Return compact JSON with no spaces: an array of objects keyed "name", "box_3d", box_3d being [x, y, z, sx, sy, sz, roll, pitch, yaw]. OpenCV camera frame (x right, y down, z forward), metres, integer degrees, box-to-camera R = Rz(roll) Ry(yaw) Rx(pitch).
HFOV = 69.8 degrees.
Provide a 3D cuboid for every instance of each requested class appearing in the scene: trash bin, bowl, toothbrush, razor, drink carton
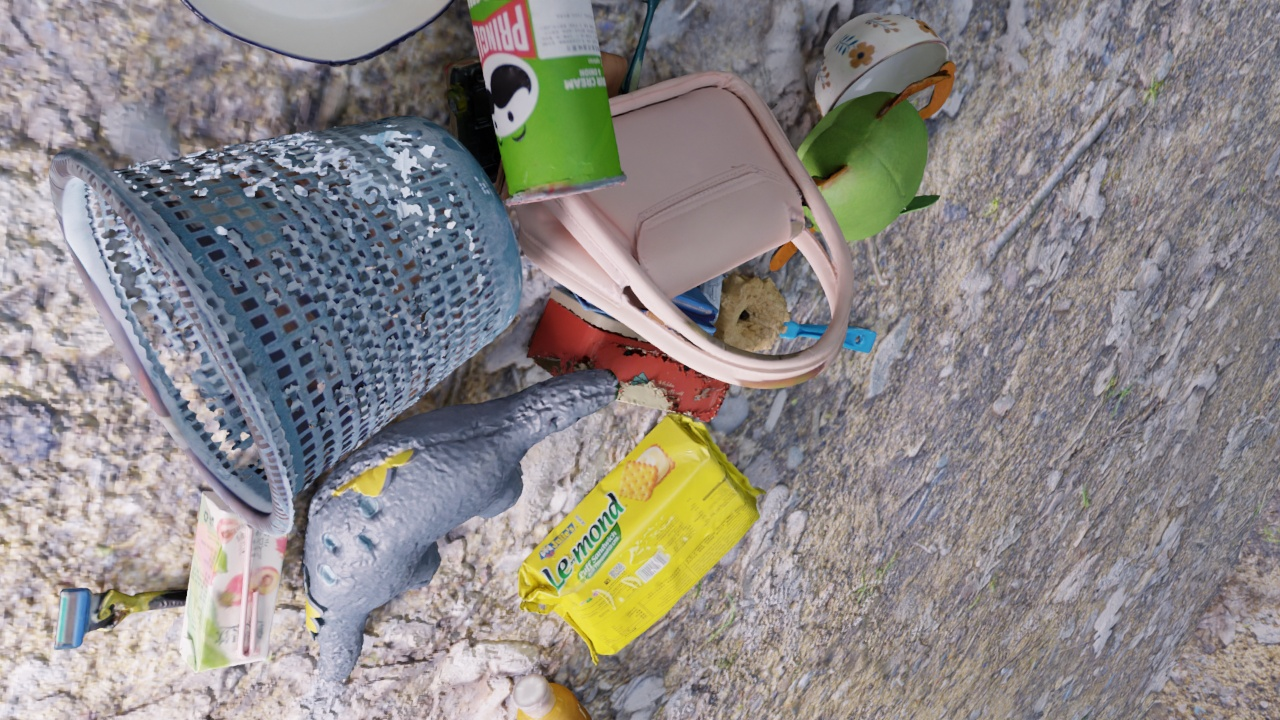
[{"name":"trash bin","box_3d":[-0.187,-0.043,0.541,0.194,0.227,0.227,-33,131,-34]},{"name":"bowl","box_3d":[0.194,-0.251,0.774,0.113,0.062,0.113,-24,165,-7]},{"name":"toothbrush","box_3d":[-0.012,-0.203,0.696,0.016,0.018,0.192,-6,121,-46]},{"name":"razor","box_3d":[-0.340,0.173,0.660,0.142,0.022,0.043,3,102,-45]},{"name":"drink carton","box_3d":[-0.289,0.157,0.656,0.053,0.045,0.122,5,99,-46]}]

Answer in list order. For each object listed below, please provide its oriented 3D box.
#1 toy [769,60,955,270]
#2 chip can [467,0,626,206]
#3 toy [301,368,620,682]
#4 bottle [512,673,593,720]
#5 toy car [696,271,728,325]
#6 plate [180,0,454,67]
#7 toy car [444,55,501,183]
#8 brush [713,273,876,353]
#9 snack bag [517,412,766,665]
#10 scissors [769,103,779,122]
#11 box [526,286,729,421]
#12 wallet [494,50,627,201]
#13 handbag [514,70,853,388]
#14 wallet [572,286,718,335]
[{"name":"toy","box_3d":[0.188,-0.161,0.773,0.227,0.090,0.246,-44,164,9]},{"name":"chip can","box_3d":[-0.063,-0.208,0.506,0.072,0.072,0.236,-18,105,-28]},{"name":"toy","box_3d":[-0.168,0.111,0.690,0.357,0.091,0.138,-44,126,12]},{"name":"bottle","box_3d":[-0.079,0.385,0.941,0.068,0.068,0.190,-35,131,-16]},{"name":"toy car","box_3d":[0.056,-0.083,0.781,0.036,0.054,0.121,-5,124,-10]},{"name":"plate","box_3d":[-0.185,-0.274,0.506,0.204,0.045,0.205,-18,125,-28]},{"name":"toy car","box_3d":[-0.112,-0.163,0.630,0.042,0.035,0.091,-22,135,-25]},{"name":"brush","box_3d":[0.155,-0.033,0.904,0.254,0.046,0.083,8,106,-43]},{"name":"snack bag","box_3d":[0.007,0.176,0.888,0.246,0.068,0.158,-44,132,-7]},{"name":"scissors","box_3d":[0.048,-0.174,0.751,0.172,0.014,0.145,-54,143,7]},{"name":"box","box_3d":[-0.005,0.004,0.766,0.168,0.091,0.079,14,103,-40]},{"name":"wallet","box_3d":[-0.056,-0.168,0.656,0.101,0.020,0.115,-13,128,-59]},{"name":"handbag","box_3d":[0.046,-0.081,0.624,0.192,0.234,0.094,-29,157,-28]},{"name":"wallet","box_3d":[-0.008,-0.064,0.717,0.133,0.106,0.040,12,121,-41]}]
